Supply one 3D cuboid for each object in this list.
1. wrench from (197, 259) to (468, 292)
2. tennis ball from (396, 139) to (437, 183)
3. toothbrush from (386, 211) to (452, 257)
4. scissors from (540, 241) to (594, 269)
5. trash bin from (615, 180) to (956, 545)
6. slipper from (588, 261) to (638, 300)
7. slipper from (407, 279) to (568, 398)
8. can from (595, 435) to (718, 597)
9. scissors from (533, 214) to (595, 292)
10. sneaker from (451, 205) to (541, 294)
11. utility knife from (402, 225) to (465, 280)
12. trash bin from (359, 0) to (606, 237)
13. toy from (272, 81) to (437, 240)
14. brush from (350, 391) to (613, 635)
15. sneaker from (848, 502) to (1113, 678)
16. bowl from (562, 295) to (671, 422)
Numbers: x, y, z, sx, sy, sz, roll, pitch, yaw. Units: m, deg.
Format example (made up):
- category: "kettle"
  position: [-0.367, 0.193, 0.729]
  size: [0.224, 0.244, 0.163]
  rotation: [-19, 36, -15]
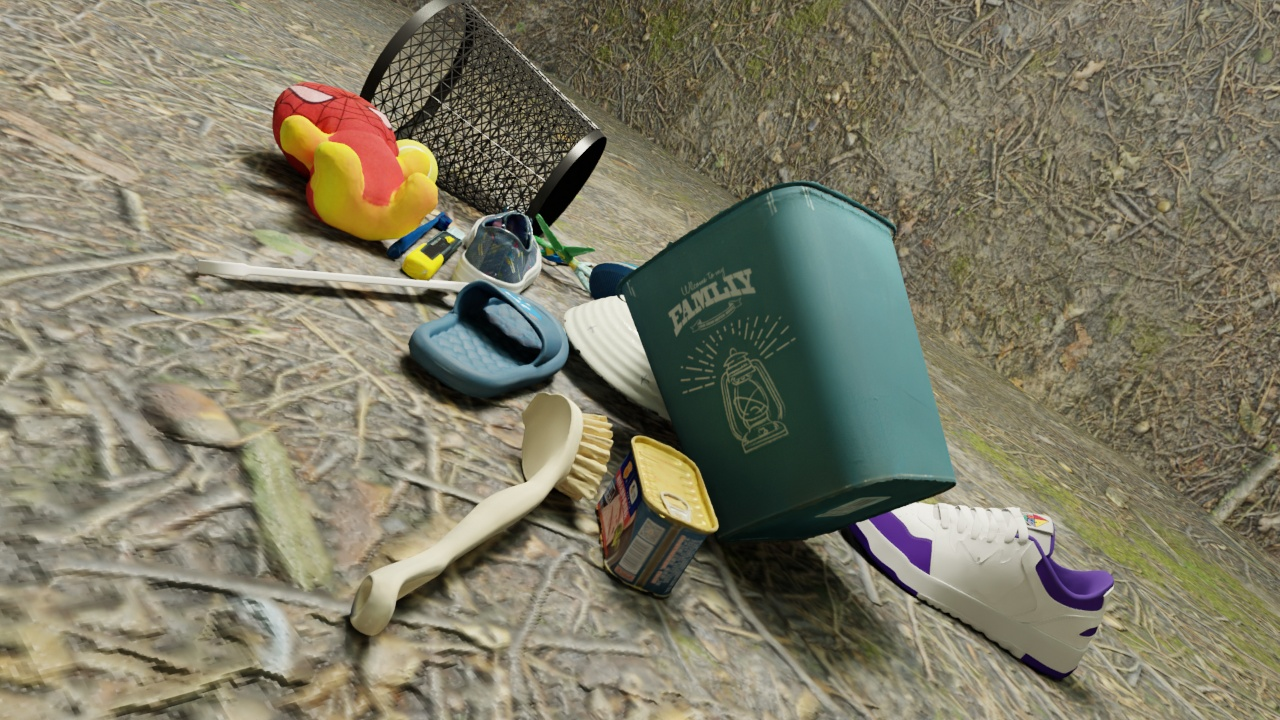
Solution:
- category: "wrench"
  position: [-0.224, -0.065, 0.733]
  size: [0.047, 0.009, 0.272]
  rotation: [7, 5, 31]
- category: "tennis ball"
  position: [-0.261, -0.214, 1.027]
  size: [0.065, 0.065, 0.065]
  rotation: [28, 17, -10]
- category: "toothbrush"
  position: [-0.222, -0.128, 0.937]
  size: [0.017, 0.016, 0.189]
  rotation: [35, 16, -8]
- category: "scissors"
  position: [-0.084, -0.125, 1.162]
  size: [0.127, 0.014, 0.133]
  rotation: [40, 18, 34]
- category: "trash bin"
  position: [0.121, 0.016, 0.716]
  size: [0.198, 0.197, 0.218]
  rotation: [10, 58, -48]
- category: "slipper"
  position: [0.065, -0.041, 0.955]
  size: [0.295, 0.060, 0.118]
  rotation: [30, -24, 28]
- category: "slipper"
  position: [-0.112, -0.022, 0.748]
  size: [0.104, 0.059, 0.213]
  rotation: [34, 18, 2]
- category: "can"
  position: [0.008, 0.100, 0.598]
  size: [0.054, 0.059, 0.099]
  rotation: [25, 17, -17]
- category: "scissors"
  position: [-0.088, -0.122, 1.068]
  size: [0.126, 0.011, 0.131]
  rotation: [5, -36, 50]
- category: "sneaker"
  position: [-0.136, -0.123, 0.955]
  size: [0.087, 0.079, 0.235]
  rotation: [27, 17, -11]
- category: "utility knife"
  position: [-0.203, -0.114, 0.927]
  size: [0.029, 0.020, 0.202]
  rotation: [30, 16, -9]
- category: "trash bin"
  position: [-0.188, -0.288, 1.147]
  size: [0.243, 0.217, 0.216]
  rotation: [38, 17, 0]
- category: "toy"
  position: [-0.283, -0.195, 0.881]
  size: [0.147, 0.099, 0.216]
  rotation: [26, 17, -44]
- category: "brush"
  position: [-0.080, 0.082, 0.526]
  size: [0.077, 0.062, 0.271]
  rotation: [29, 20, 8]
- category: "sneaker"
  position: [0.302, 0.168, 0.813]
  size: [0.244, 0.111, 0.091]
  rotation: [33, 17, 8]
- category: "bowl"
  position: [0.019, -0.020, 0.869]
  size: [0.177, 0.071, 0.177]
  rotation: [32, 20, -13]
